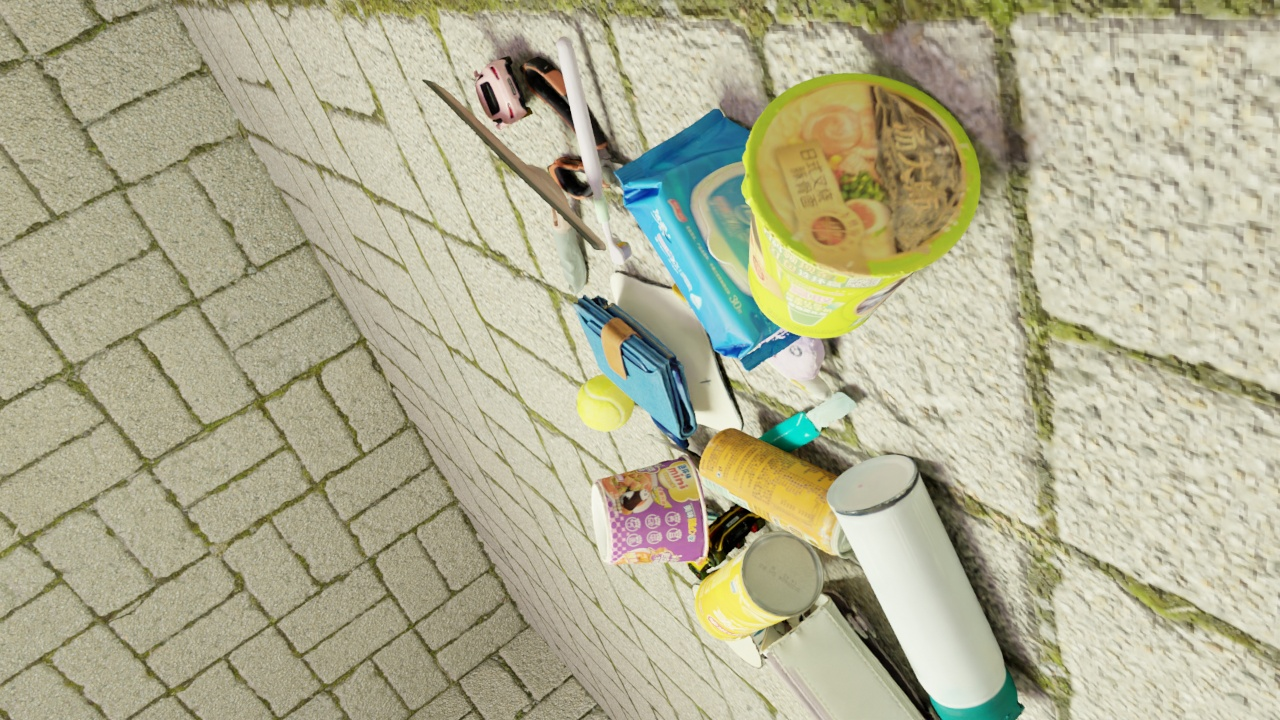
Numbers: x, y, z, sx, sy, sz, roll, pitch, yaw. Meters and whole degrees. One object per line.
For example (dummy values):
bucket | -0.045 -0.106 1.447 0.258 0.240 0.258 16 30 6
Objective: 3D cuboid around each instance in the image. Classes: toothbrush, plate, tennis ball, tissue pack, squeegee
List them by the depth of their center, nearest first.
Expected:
tissue pack | 0.060 -0.079 0.580 0.157 0.094 0.052 58 159 1
toothbrush | 0.084 -0.017 0.724 0.191 0.016 0.018 40 167 43
toothbrush | -0.037 -0.164 0.735 0.029 0.021 0.189 -103 -1 -58
squeegee | -0.081 -0.131 0.871 0.247 0.040 0.250 45 171 23
plate | 0.021 -0.001 0.875 0.164 0.034 0.164 24 142 55
tennis ball | -0.040 0.048 1.039 0.065 0.065 0.066 46 158 25

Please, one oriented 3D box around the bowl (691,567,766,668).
bowl | 0.119 0.278 1.029 0.116 0.066 0.117 46 159 23

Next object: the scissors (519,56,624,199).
scissors | -0.036 -0.169 0.772 0.227 0.015 0.189 14 134 60

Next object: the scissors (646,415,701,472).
scissors | 0.053 0.093 0.929 0.173 0.012 0.162 20 159 49

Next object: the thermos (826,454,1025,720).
thermos | 0.211 0.179 0.672 0.224 0.073 0.073 61 159 -16

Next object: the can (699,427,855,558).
can | 0.118 0.106 0.756 0.146 0.058 0.058 24 144 41

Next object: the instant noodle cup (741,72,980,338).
instant noodle cup | 0.104 -0.068 0.489 0.111 0.111 0.123 50 167 16

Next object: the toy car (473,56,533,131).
toy car | -0.128 -0.236 0.822 0.056 0.037 0.122 70 168 -14

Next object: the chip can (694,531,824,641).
chip can | 0.102 0.209 0.835 0.072 0.072 0.214 51 161 14

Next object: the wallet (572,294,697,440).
wallet | -0.005 0.005 0.838 0.133 0.040 0.106 38 158 39

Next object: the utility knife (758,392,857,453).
utility knife | 0.129 0.059 0.749 0.029 0.013 0.223 54 162 7

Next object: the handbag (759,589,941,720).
handbag | 0.203 0.311 0.846 0.197 0.098 0.145 52 177 8

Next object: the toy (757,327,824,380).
toy | 0.093 -0.032 0.651 0.108 0.039 0.084 55 165 4

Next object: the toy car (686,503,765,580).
toy car | 0.084 0.192 0.973 0.041 0.071 0.156 49 160 15

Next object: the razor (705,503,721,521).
razor | 0.065 0.183 1.078 0.042 0.022 0.143 12 163 -7

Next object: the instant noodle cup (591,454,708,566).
instant noodle cup | 0.006 0.154 0.914 0.112 0.099 0.111 174 91 -76
